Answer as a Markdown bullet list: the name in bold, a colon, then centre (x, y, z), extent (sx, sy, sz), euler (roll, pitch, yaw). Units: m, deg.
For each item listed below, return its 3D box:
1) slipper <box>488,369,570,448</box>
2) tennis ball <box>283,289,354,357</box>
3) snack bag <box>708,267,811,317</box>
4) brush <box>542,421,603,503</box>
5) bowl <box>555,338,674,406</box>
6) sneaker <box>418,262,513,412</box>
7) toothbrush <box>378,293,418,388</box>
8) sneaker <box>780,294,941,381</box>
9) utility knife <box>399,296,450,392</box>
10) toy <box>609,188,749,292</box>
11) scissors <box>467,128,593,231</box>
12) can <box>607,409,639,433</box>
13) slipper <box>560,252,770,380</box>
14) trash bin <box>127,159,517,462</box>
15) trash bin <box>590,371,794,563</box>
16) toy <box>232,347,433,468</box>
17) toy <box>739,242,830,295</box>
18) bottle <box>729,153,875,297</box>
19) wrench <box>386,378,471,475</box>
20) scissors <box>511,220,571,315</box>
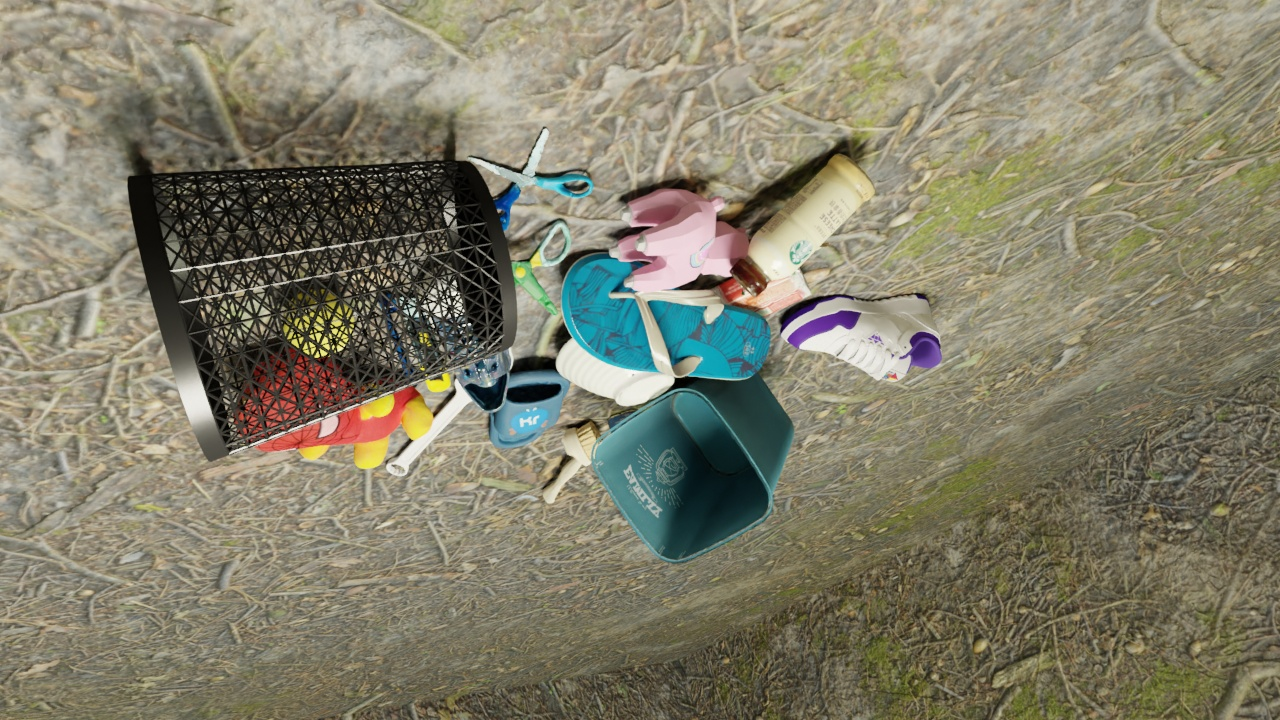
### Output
- **slipper**: centre (-0.145, 0.069, 1.190), extent (0.103, 0.059, 0.214), euler (-10, 154, -20)
- **tennis ball**: centre (-0.306, -0.035, 0.874), extent (0.065, 0.065, 0.065), euler (-14, 154, -7)
- **snack bag**: centre (0.142, -0.081, 1.102), extent (0.116, 0.036, 0.077), euler (-26, 152, 16)
- **brush**: centre (-0.110, 0.166, 1.415), extent (0.077, 0.062, 0.273), euler (-2, 154, -20)
- **bowl**: centre (-0.006, 0.006, 1.093), extent (0.177, 0.071, 0.177), euler (-19, 158, -8)
- **sneaker**: centre (-0.172, -0.019, 0.976), extent (0.087, 0.079, 0.236), euler (-15, 154, -6)
- **toothbrush**: centre (-0.259, -0.019, 0.994), extent (0.017, 0.016, 0.190), euler (-19, 155, -13)
- **sneaker**: centre (0.305, -0.020, 1.237), extent (0.243, 0.111, 0.092), euler (-6, 152, -24)
- **utility knife**: centre (-0.238, -0.017, 1.009), extent (0.028, 0.020, 0.203), euler (-16, 153, -9)
- **toy**: centre (0.051, -0.122, 0.934), extent (0.157, 0.067, 0.124), euler (-13, 151, -23)
- **scissors**: centre (-0.105, -0.156, 0.826), extent (0.127, 0.014, 0.134), euler (14, 138, -45)
- **can**: centre (-0.015, 0.120, 1.369), extent (0.054, 0.059, 0.100), euler (-18, 154, -1)
- **slipper**: centre (0.042, -0.032, 1.014), extent (0.294, 0.060, 0.118), euler (14, 102, -34)
- **trash bin**: centre (-0.241, -0.058, 0.730), extent (0.242, 0.216, 0.217), euler (-15, 155, -21)
- **trash bin**: centre (0.088, 0.114, 1.215), extent (0.200, 0.196, 0.218), euler (-34, -178, 30)
- **toy**: centre (-0.337, 0.053, 0.992), extent (0.148, 0.098, 0.216), euler (-37, 150, 19)
- **toy**: centre (0.149, -0.114, 1.007), extent (0.112, 0.050, 0.087), euler (-38, -176, 22)
- **bottle**: centre (0.161, -0.133, 0.930), extent (0.162, 0.056, 0.056), euler (-45, 149, 6)
- **wrench**: centre (-0.264, 0.086, 1.181), extent (0.047, 0.009, 0.274), euler (30, 134, -20)
- **scissors**: centre (-0.116, -0.091, 0.893), extent (0.131, 0.011, 0.125), euler (-43, 120, -2)
